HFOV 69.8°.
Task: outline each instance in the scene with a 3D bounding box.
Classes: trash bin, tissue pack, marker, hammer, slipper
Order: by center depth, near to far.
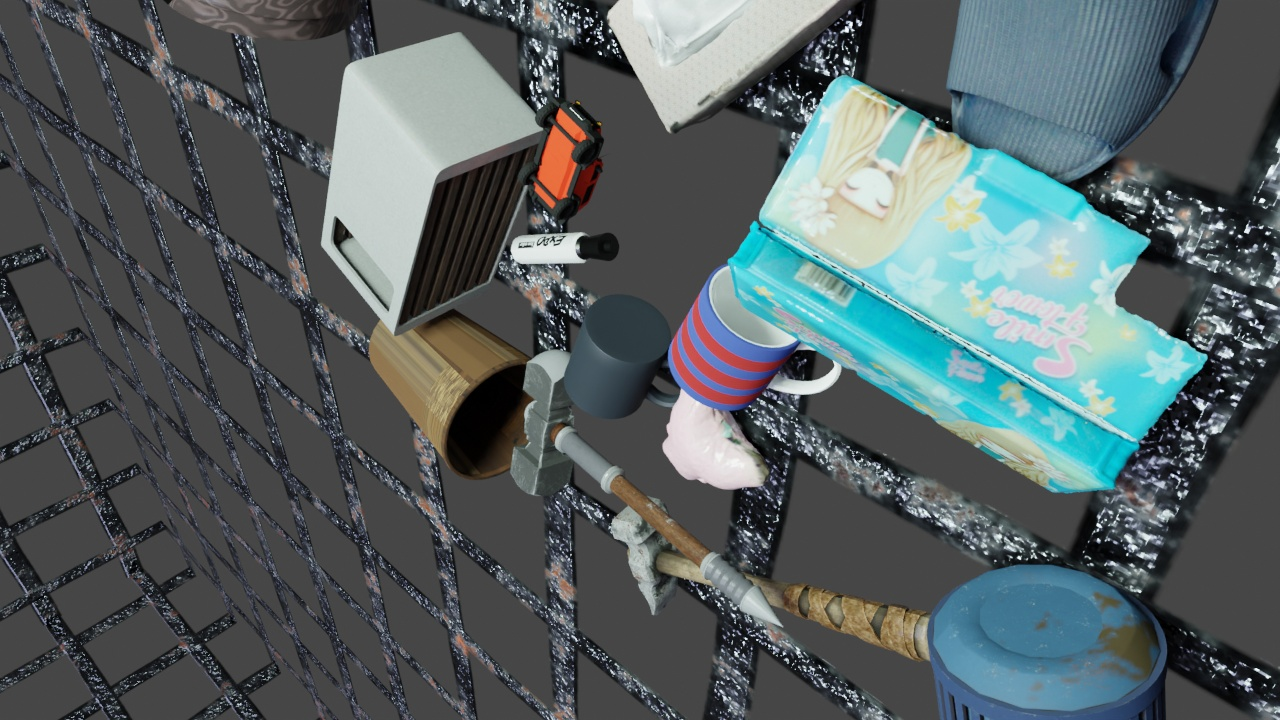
[{"bbox_3d":[0.190,-0.179,0.374,0.101,0.082,0.264,33,137,26],"label":"slipper"},{"bbox_3d":[0.048,-0.213,0.527,0.182,0.071,0.104,-22,100,57],"label":"tissue pack"},{"bbox_3d":[0.257,0.259,0.574,0.139,0.139,0.250,9,121,45],"label":"trash bin"},{"bbox_3d":[-0.063,-0.094,0.772,0.126,0.025,0.025,6,120,47],"label":"marker"},{"bbox_3d":[0.105,0.196,0.782,0.319,0.048,0.121,4,122,45],"label":"hammer"},{"bbox_3d":[0.001,0.123,0.787,0.322,0.043,0.156,36,125,37],"label":"hammer"},{"bbox_3d":[-0.186,-0.146,0.798,0.114,0.114,0.230,49,143,11],"label":"trash bin"}]

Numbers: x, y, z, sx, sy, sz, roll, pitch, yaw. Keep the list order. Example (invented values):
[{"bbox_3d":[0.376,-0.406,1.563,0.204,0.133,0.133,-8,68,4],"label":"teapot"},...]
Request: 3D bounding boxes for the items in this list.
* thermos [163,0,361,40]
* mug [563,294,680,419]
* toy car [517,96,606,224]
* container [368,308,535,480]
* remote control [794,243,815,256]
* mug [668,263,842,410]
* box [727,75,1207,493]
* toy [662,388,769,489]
[{"bbox_3d":[-0.294,-0.392,0.708,0.173,0.172,0.227,40,134,22],"label":"thermos"},{"bbox_3d":[-0.004,0.004,0.750,0.105,0.071,0.078,24,139,0],"label":"mug"},{"bbox_3d":[-0.055,-0.153,0.699,0.051,0.048,0.100,47,142,15],"label":"toy car"},{"bbox_3d":[-0.185,0.017,0.915,0.167,0.131,0.132,37,139,35],"label":"container"},{"bbox_3d":[0.131,-0.091,0.540,0.018,0.038,0.126,55,144,3],"label":"remote control"},{"bbox_3d":[0.083,-0.008,0.639,0.112,0.074,0.076,26,140,-3],"label":"mug"},{"bbox_3d":[0.160,-0.021,0.488,0.227,0.083,0.173,33,145,13],"label":"box"},{"bbox_3d":[0.051,0.068,0.737,0.099,0.052,0.096,54,146,3],"label":"toy"}]
